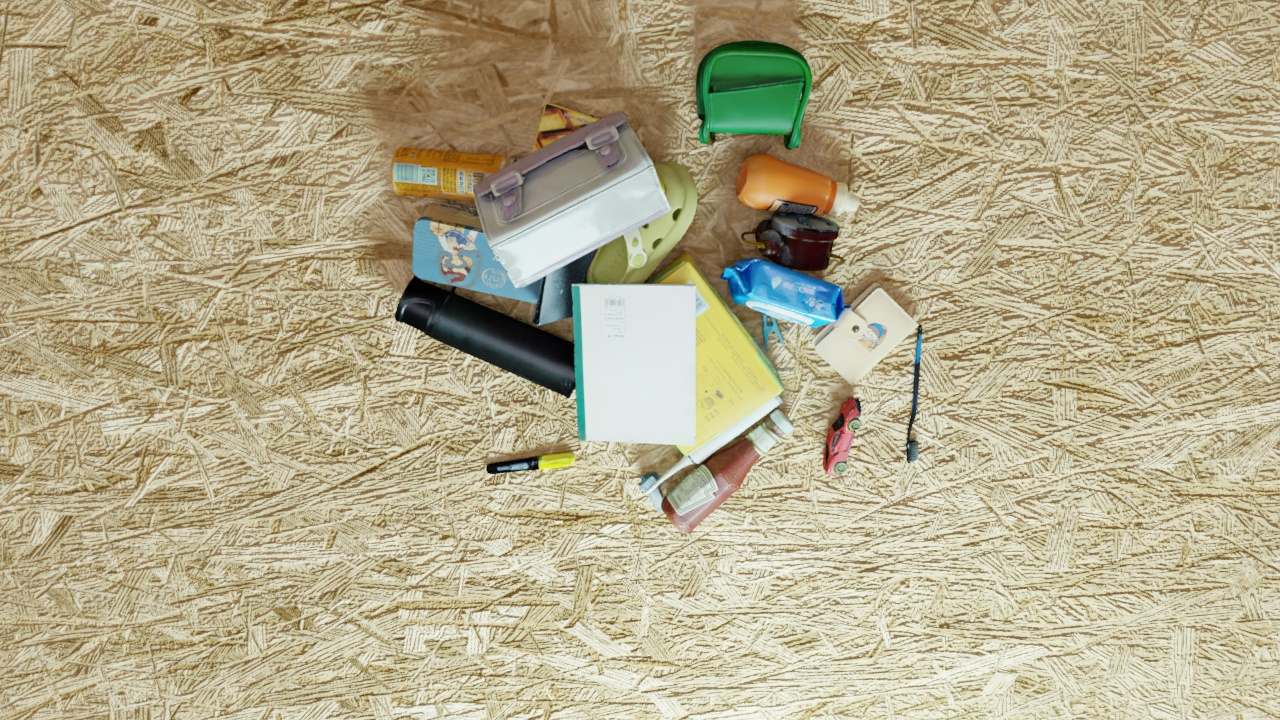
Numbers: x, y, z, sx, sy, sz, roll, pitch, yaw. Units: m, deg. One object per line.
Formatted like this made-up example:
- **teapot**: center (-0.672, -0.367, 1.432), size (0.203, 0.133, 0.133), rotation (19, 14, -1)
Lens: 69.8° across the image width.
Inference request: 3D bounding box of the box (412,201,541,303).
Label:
- **box**: center (-0.186, -0.132, 1.130), size (0.184, 0.059, 0.090), rotation (12, 127, 2)

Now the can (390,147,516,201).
- **can**: center (-0.225, -0.224, 1.114), size (0.146, 0.058, 0.058), rotation (5, 107, 1)

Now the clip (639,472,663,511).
- **clip**: center (0.020, 0.182, 1.251), size (0.027, 0.045, 0.058), rotation (-22, 110, 7)

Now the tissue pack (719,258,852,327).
- **tissue pack**: center (0.171, -0.080, 1.119), size (0.157, 0.095, 0.052), rotation (18, 87, -3)

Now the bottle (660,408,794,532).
- **bottle**: center (0.117, 0.143, 1.215), size (0.206, 0.059, 0.060), rotation (-43, 101, 9)

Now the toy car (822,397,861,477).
- **toy car**: center (0.262, 0.098, 1.197), size (0.031, 0.049, 0.106), rotation (15, 108, -4)

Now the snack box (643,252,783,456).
- **snack box**: center (0.058, -0.007, 1.162), size (0.158, 0.070, 0.210), rotation (-36, 103, 13)

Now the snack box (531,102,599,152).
- **snack box**: center (-0.092, -0.233, 1.119), size (0.087, 0.033, 0.141), rotation (18, 109, -4)

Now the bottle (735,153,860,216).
- **bottle**: center (0.192, -0.204, 1.104), size (0.149, 0.066, 0.067), rotation (11, 107, -9)

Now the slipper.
- **slipper**: center (-0.009, -0.155, 1.093), size (0.091, 0.081, 0.191), rotation (39, 101, 32)

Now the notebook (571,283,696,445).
- **notebook**: center (-0.007, 0.007, 1.121), size (0.150, 0.012, 0.209), rotation (1, 112, 6)

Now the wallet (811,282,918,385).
- **wallet**: center (0.283, -0.035, 1.169), size (0.087, 0.024, 0.115), rotation (43, 105, -9)

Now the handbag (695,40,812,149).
- **handbag**: center (0.130, -0.309, 1.072), size (0.131, 0.067, 0.120), rotation (3, 115, 0)

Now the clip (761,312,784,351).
- **clip**: center (0.167, -0.040, 1.177), size (0.039, 0.013, 0.056), rotation (-14, 105, 6)

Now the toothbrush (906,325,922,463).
- **toothbrush**: center (0.360, 0.046, 1.195), size (0.016, 0.014, 0.190), rotation (0, 106, 1)

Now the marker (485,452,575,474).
- **marker**: center (-0.150, 0.141, 1.246), size (0.124, 0.015, 0.018), rotation (-8, 104, 6)

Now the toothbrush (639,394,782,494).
- **toothbrush**: center (0.091, 0.109, 1.209), size (0.221, 0.026, 0.026), rotation (-37, 90, 7)

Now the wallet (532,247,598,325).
- **wallet**: center (-0.088, -0.106, 1.124), size (0.019, 0.097, 0.121), rotation (24, 114, 28)

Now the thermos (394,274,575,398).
- **thermos**: center (-0.183, -0.040, 1.167), size (0.242, 0.068, 0.090), rotation (25, 87, -5)

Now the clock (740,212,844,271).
- **clock**: center (0.182, -0.146, 1.109), size (0.122, 0.082, 0.055), rotation (7, 113, -2)

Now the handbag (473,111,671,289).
- **handbag**: center (-0.083, -0.190, 1.029), size (0.197, 0.144, 0.098), rotation (-26, 132, 1)
